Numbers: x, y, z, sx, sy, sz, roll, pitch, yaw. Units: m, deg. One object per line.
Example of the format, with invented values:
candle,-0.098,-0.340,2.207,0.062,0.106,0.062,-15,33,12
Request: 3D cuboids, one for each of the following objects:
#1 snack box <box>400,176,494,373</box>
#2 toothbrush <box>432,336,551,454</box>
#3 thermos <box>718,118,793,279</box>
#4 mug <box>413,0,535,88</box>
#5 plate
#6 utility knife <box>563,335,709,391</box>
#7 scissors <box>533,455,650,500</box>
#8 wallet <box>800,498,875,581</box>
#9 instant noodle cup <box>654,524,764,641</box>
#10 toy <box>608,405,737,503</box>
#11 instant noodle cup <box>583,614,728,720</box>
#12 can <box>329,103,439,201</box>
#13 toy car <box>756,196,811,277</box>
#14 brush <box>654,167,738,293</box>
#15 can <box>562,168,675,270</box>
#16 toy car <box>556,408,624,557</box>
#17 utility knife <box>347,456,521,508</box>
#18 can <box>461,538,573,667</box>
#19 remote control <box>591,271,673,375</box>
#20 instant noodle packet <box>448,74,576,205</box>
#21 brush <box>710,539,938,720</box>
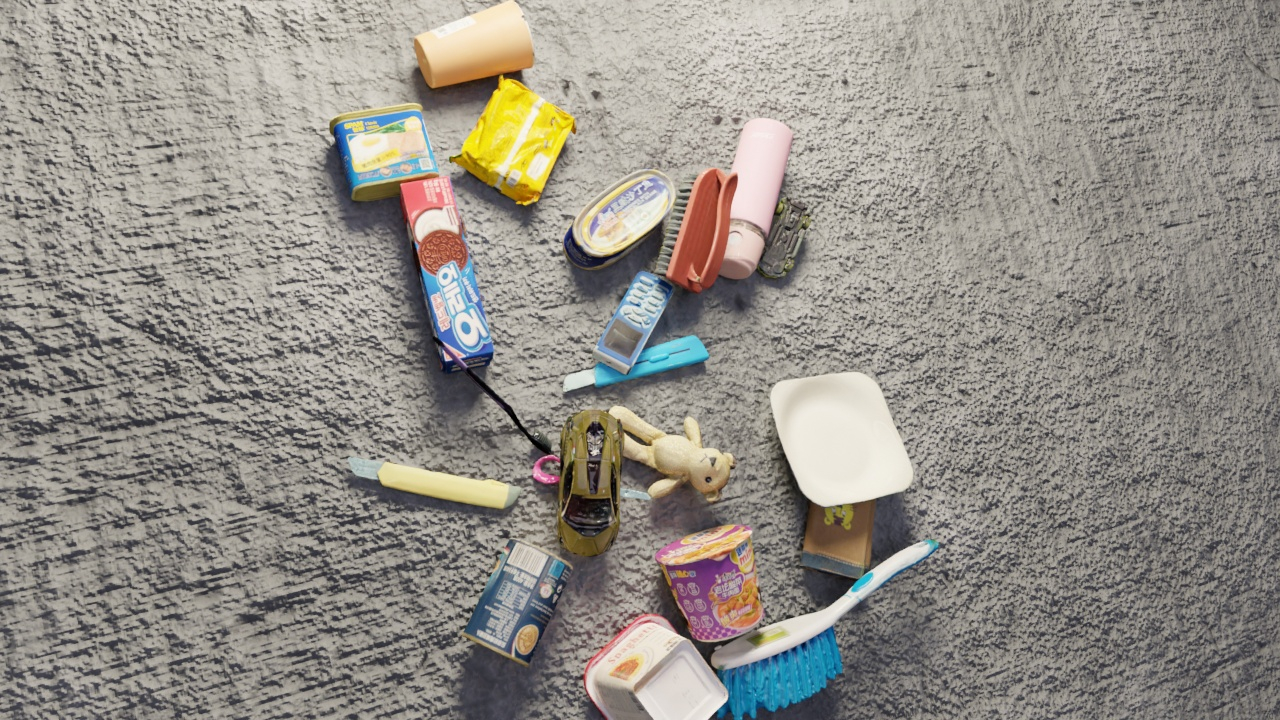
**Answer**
snack box,-0.211,-0.093,1.000,0.058,0.057,0.207,-13,82,-18
toothbrush,-0.154,0.037,0.978,0.189,0.014,0.016,49,53,-26
thermos,0.126,-0.200,1.136,0.087,0.067,0.198,12,73,18
mug,-0.194,-0.361,1.059,0.122,0.078,0.078,-23,85,-18
plate,0.235,0.096,1.100,0.164,0.034,0.163,-6,65,-22
utility knife,-0.006,0.006,1.065,0.182,0.018,0.034,-15,83,-19
scissors,-0.055,0.144,1.008,0.133,0.017,0.134,11,83,-3
wallet,0.239,0.200,1.095,0.090,0.033,0.115,16,69,-13
instant noodle cup,0.081,0.243,0.996,0.111,0.112,0.099,-17,92,-21
toy,0.029,0.101,1.030,0.157,0.066,0.105,25,64,6
instant noodle cup,0.020,0.334,0.940,0.116,0.124,0.116,-37,91,-22
can,-0.280,-0.227,1.008,0.102,0.057,0.083,-15,85,-20
toy car,0.177,-0.153,1.155,0.048,0.032,0.105,24,83,-12
brush,0.072,-0.155,1.071,0.063,0.069,0.145,21,83,-50
can,-0.024,-0.167,1.082,0.148,0.049,0.074,-39,91,-22
toy car,-0.053,0.131,0.982,0.070,0.042,0.158,2,84,-8
utility knife,-0.216,0.128,0.966,0.183,0.019,0.031,16,69,-21
can,-0.124,0.246,0.940,0.075,0.075,0.111,29,70,-10
remote control,-0.007,-0.045,1.066,0.049,0.024,0.124,28,65,4
instant noodle packet,-0.146,-0.252,1.065,0.110,0.044,0.128,29,72,-11
brush,0.216,0.299,1.032,0.314,0.060,0.109,-15,98,-20
